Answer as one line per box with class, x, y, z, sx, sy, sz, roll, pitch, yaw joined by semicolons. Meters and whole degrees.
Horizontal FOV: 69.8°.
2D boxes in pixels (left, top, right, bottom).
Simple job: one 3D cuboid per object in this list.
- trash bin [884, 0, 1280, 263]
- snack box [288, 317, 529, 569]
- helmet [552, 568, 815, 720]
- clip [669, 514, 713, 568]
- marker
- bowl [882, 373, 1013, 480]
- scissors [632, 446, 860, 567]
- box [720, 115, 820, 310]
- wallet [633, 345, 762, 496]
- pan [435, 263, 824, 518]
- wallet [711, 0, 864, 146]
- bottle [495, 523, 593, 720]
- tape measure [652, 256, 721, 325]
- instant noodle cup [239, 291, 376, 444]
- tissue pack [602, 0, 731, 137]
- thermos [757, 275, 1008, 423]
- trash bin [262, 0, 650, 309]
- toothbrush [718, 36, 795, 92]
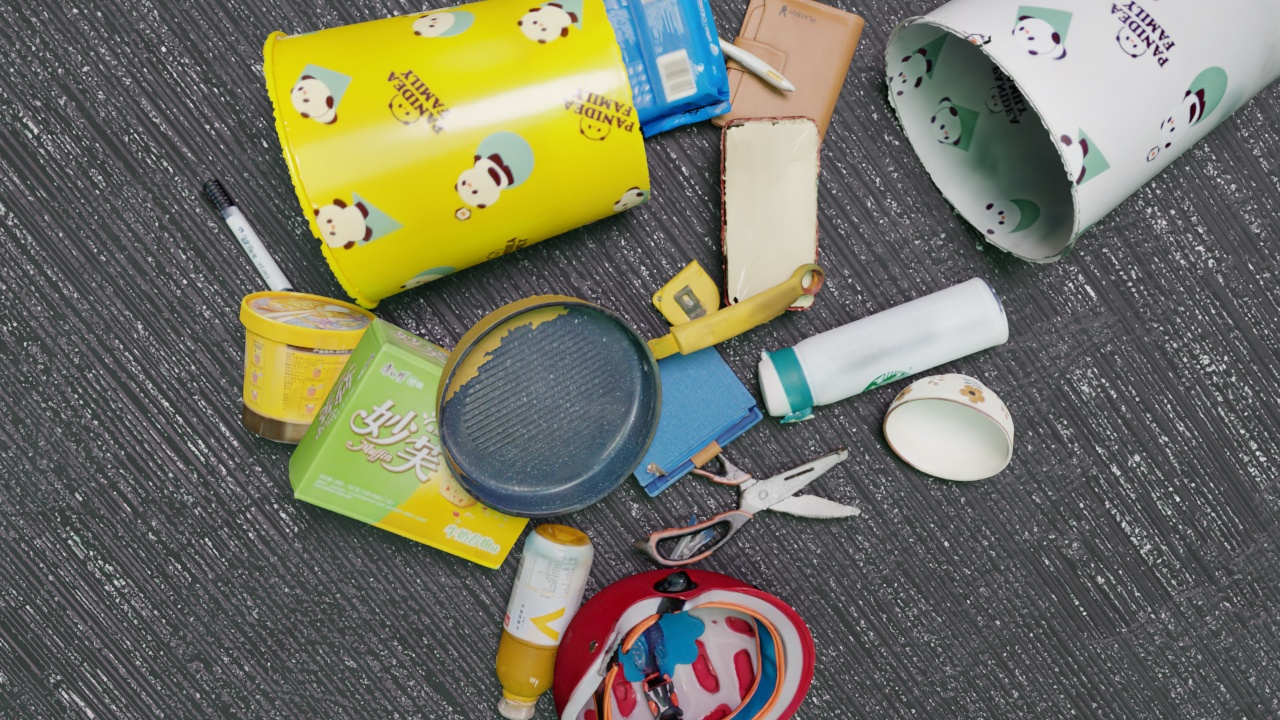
trash bin;0.371;-0.244;0.743;0.252;0.229;0.229;-35;96;0
snack box;-0.182;0.080;0.827;0.210;0.070;0.158;28;98;-30
helmet;0.026;0.282;0.856;0.239;0.144;0.207;-20;111;-15
clip;0.046;0.182;0.899;0.045;0.027;0.058;36;97;-12
marker;-0.373;-0.113;0.871;0.023;0.018;0.131;-30;96;17
bowl;0.288;0.052;0.847;0.113;0.114;0.062;32;56;-3
scissors;0.094;0.130;0.879;0.226;0.015;0.189;31;81;6
box;0.117;-0.129;0.812;0.091;0.080;0.168;-1;108;6
wallet;0.035;0.050;0.865;0.133;0.040;0.106;-37;75;3
pan;-0.005;0.005;0.788;0.357;0.078;0.198;-32;119;-10
wallet;0.132;-0.263;0.835;0.108;0.031;0.132;19;97;-3
bottle;-0.098;0.255;0.890;0.068;0.068;0.189;15;98;-1
tape measure;0.046;-0.057;0.864;0.060;0.029;0.057;-40;96;6
instant noodle cup;-0.308;0.007;0.841;0.118;0.118;0.114;13;105;-1
tissue pack;0.019;-0.282;0.803;0.095;0.052;0.157;-8;110;30
thermos;0.218;-0.007;0.848;0.224;0.073;0.073;-20;97;4
trash bin;-0.138;-0.186;0.761;0.255;0.229;0.229;-16;97;-2
toothbrush;0.061;-0.294;0.819;0.191;0.016;0.018;37;93;11
